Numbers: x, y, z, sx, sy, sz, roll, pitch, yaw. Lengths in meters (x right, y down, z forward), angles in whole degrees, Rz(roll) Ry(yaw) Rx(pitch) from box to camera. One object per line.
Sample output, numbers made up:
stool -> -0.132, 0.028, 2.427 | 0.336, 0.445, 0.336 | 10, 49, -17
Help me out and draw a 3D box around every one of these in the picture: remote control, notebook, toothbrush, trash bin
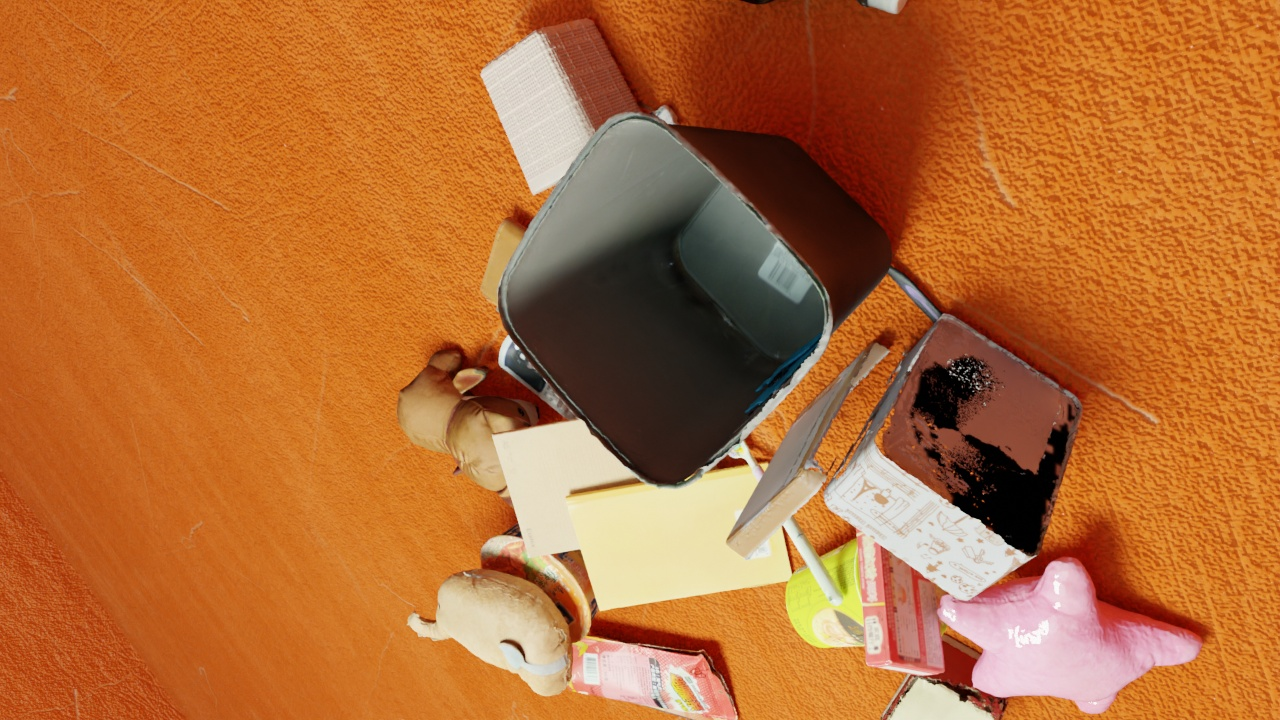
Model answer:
remote control -> -0.088, 0.026, 0.978 | 0.150, 0.021, 0.058 | 37, 133, 9
notebook -> -0.029, 0.119, 0.918 | 0.211, 0.012, 0.150 | -10, 115, 5
toothbrush -> 0.130, 0.142, 0.837 | 0.189, 0.020, 0.029 | 59, 146, 35
trash bin -> 0.057, -0.056, 0.655 | 0.198, 0.219, 0.200 | 48, 124, 11
toothbrush -> 0.221, -0.048, 0.720 | 0.189, 0.016, 0.014 | 46, 143, -2
notebook -> 0.040, 0.181, 0.928 | 0.206, 0.010, 0.146 | -11, 114, 8
toothbrush -> 0.065, -0.136, 0.768 | 0.018, 0.015, 0.181 | -31, 98, 34

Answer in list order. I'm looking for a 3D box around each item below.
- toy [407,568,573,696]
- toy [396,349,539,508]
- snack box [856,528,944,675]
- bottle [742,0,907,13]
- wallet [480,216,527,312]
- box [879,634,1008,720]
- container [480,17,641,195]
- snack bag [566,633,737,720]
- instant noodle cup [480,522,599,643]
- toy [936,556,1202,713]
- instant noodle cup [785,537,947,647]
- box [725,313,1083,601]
toy -> -0.170, 0.288, 1.012 | 0.226, 0.082, 0.143 | 10, 116, 33
toy -> -0.176, 0.074, 1.010 | 0.200, 0.130, 0.140 | 30, 137, 45
snack box -> 0.215, 0.180, 0.767 | 0.075, 0.152, 0.026 | 21, 148, -35
bottle -> 0.093, -0.286, 0.633 | 0.195, 0.043, 0.080 | 26, 131, 18
wallet -> -0.094, -0.068, 0.913 | 0.132, 0.031, 0.108 | 33, 133, 8
box -> 0.286, 0.356, 0.890 | 0.091, 0.077, 0.169 | 28, 131, 19
container -> -0.063, -0.213, 0.761 | 0.090, 0.089, 0.111 | -17, 104, 41
snack bag -> 0.009, 0.386, 1.120 | 0.208, 0.073, 0.129 | 0, 123, 29
instant noodle cup -> -0.091, 0.229, 1.050 | 0.151, 0.111, 0.152 | 18, 127, 25
toy -> 0.333, 0.234, 0.762 | 0.194, 0.074, 0.179 | 29, 128, -11
instant noodle cup -> 0.201, 0.217, 0.846 | 0.111, 0.111, 0.124 | 49, 142, -2
box -> 0.203, 0.091, 0.705 | 0.158, 0.180, 0.206 | 37, 136, 3
